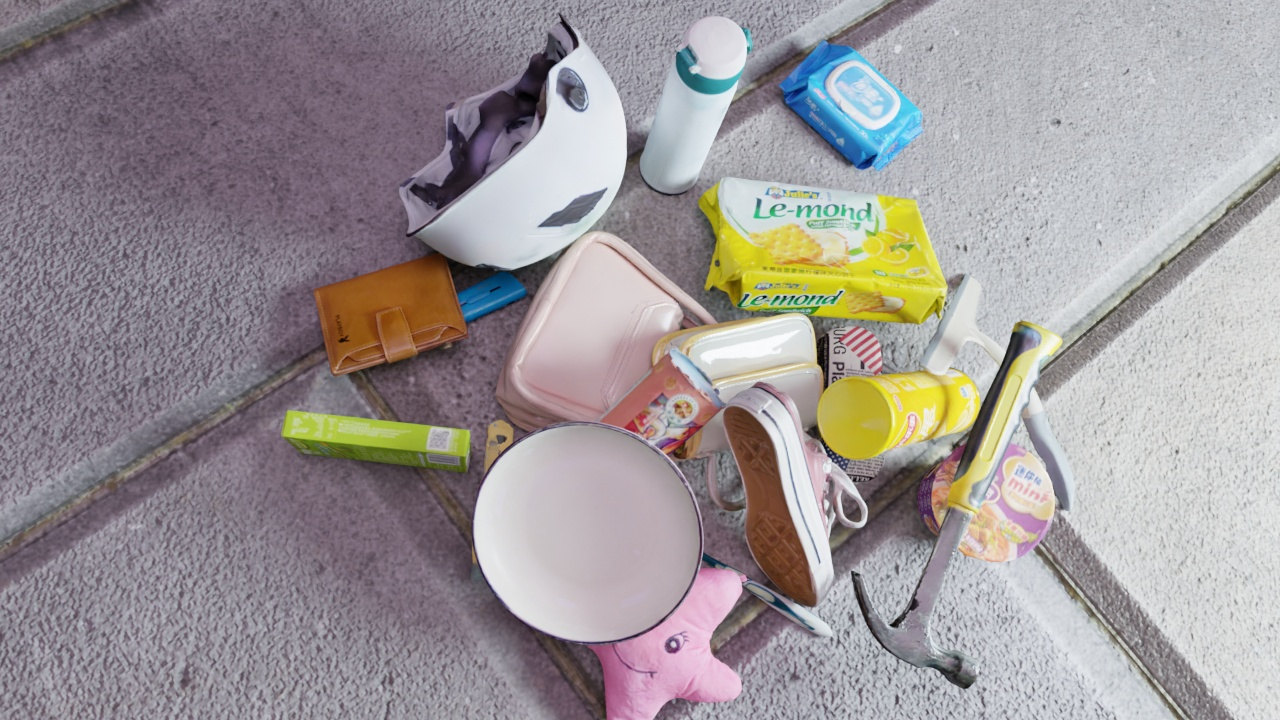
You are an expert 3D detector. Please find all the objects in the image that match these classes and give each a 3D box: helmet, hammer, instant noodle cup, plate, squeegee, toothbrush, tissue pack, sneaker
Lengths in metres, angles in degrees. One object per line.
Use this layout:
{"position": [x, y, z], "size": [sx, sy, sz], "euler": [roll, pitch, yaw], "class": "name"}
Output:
{"position": [-0.104, -0.178, 0.869], "size": [0.146, 0.230, 0.258], "euler": [39, 39, -30], "class": "helmet"}
{"position": [0.290, 0.113, 0.815], "size": [0.126, 0.032, 0.323], "euler": [25, 82, 4], "class": "hammer"}
{"position": [0.319, 0.133, 0.877], "size": [0.111, 0.099, 0.111], "euler": [0, 81, 0], "class": "instant noodle cup"}
{"position": [-0.042, 0.139, 0.760], "size": [0.192, 0.039, 0.192], "euler": [1, 101, 8], "class": "plate"}
{"position": [0.384, 0.047, 0.923], "size": [0.246, 0.039, 0.245], "euler": [56, 37, -6], "class": "squeegee"}
{"position": [0.098, 0.210, 0.866], "size": [0.191, 0.018, 0.016], "euler": [31, 95, 2], "class": "toothbrush"}
{"position": [0.238, -0.290, 1.035], "size": [0.157, 0.052, 0.094], "euler": [44, 71, 7], "class": "tissue pack"}
{"position": [0.141, 0.115, 0.817], "size": [0.087, 0.118, 0.241], "euler": [-33, 122, -27], "class": "sneaker"}

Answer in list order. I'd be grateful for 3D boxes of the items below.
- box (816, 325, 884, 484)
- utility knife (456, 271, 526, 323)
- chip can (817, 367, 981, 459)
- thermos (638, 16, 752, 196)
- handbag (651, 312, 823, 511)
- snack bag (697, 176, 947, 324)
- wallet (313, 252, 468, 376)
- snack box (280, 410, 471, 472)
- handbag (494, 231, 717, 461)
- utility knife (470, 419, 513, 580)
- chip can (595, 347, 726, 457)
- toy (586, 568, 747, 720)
{"position": [0.209, 0.045, 0.930], "size": [0.074, 0.064, 0.164], "euler": [0, 70, 15], "class": "box"}
{"position": [-0.192, -0.043, 0.903], "size": [0.165, 0.018, 0.034], "euler": [-28, 79, -15], "class": "utility knife"}
{"position": [0.247, 0.044, 0.857], "size": [0.212, 0.072, 0.072], "euler": [-5, 68, -50], "class": "chip can"}
{"position": [0.051, -0.245, 0.899], "size": [0.073, 0.225, 0.073], "euler": [3, 71, -9], "class": "thermos"}
{"position": [0.104, 0.050, 0.877], "size": [0.163, 0.063, 0.178], "euler": [-11, 92, -28], "class": "handbag"}
{"position": [0.184, -0.108, 0.936], "size": [0.246, 0.068, 0.157], "euler": [6, 45, -6], "class": "snack bag"}
{"position": [-0.236, -0.039, 0.874], "size": [0.130, 0.035, 0.119], "euler": [-18, 57, -9], "class": "wallet"}
{"position": [-0.232, 0.074, 0.823], "size": [0.156, 0.086, 0.026], "euler": [7, 72, -6], "class": "snack box"}
{"position": [-0.005, 0.005, 0.893], "size": [0.234, 0.093, 0.193], "euler": [27, 69, -8], "class": "handbag"}
{"position": [-0.139, 0.129, 0.859], "size": [0.031, 0.018, 0.151], "euler": [7, 66, -13], "class": "utility knife"}
{"position": [-0.025, 0.085, 0.805], "size": [0.215, 0.071, 0.071], "euler": [-44, 82, 13], "class": "chip can"}
{"position": [0.010, 0.225, 0.814], "size": [0.178, 0.074, 0.194], "euler": [-29, 80, -3], "class": "toy"}
